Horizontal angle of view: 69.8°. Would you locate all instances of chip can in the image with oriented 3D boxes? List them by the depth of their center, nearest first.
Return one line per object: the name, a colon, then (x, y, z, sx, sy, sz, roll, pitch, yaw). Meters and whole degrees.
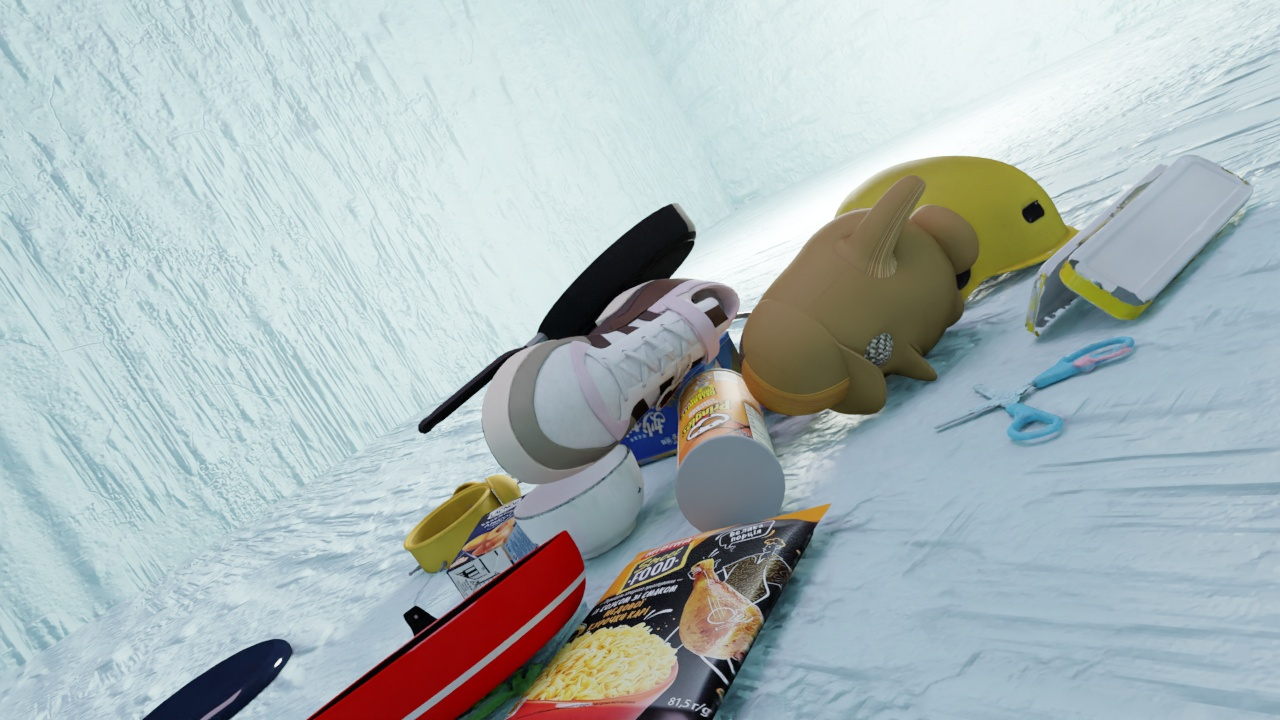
chip can: (0.066, 0.065, 0.728, 0.075, 0.075, 0.214, -28, 9, 8)

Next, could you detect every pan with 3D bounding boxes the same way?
pan: (-0.144, 0.204, 0.660, 0.208, 0.067, 0.357, -34, -5, -22)
pan: (-0.480, 0.381, 0.885, 0.199, 0.021, 0.355, -26, 10, 23)
pan: (-0.076, -0.032, 0.940, 0.355, 0.044, 0.204, -41, -5, -17)

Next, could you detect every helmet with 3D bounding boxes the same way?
helmet: (0.295, -0.139, 0.928, 0.241, 0.139, 0.208, -23, 11, 34)

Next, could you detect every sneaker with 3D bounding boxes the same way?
sneaker: (-0.005, 0.005, 0.771, 0.117, 0.112, 0.292, -22, 8, 40)

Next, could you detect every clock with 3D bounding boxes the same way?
clock: (-0.195, 0.177, 1.021, 0.114, 0.052, 0.151, -20, 18, 47)

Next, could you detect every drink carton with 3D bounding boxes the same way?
drink carton: (-0.129, 0.173, 0.863, 0.064, 0.040, 0.130, -27, 9, 11)

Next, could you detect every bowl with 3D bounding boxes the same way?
bowl: (-0.045, 0.126, 0.778, 0.113, 0.063, 0.113, -28, 9, 5)

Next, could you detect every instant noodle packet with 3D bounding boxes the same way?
instant noodle packet: (0.009, 0.158, 0.531, 0.160, 0.032, 0.220, -23, 11, 36)

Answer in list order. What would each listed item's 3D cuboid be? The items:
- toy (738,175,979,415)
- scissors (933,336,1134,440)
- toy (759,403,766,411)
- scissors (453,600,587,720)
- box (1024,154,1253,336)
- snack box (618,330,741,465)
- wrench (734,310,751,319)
toy: (0.173, -0.032, 0.751, 0.203, 0.199, 0.162, -37, 56, -22)
scissors: (0.253, 0.024, 0.588, 0.135, 0.015, 0.135, -32, 6, 22)
toy: (0.123, 0.030, 0.868, 0.100, 0.036, 0.080, -21, 12, 37)
scissors: (-0.079, 0.207, 0.601, 0.139, 0.028, 0.170, -26, 5, 32)
box: (0.381, -0.083, 0.690, 0.208, 0.079, 0.080, -35, 45, -30)
snack box: (0.001, 0.056, 1.001, 0.203, 0.069, 0.154, -23, 12, 36)
wrench: (0.153, -0.054, 0.994, 0.272, 0.010, 0.070, -9, 6, -39)
